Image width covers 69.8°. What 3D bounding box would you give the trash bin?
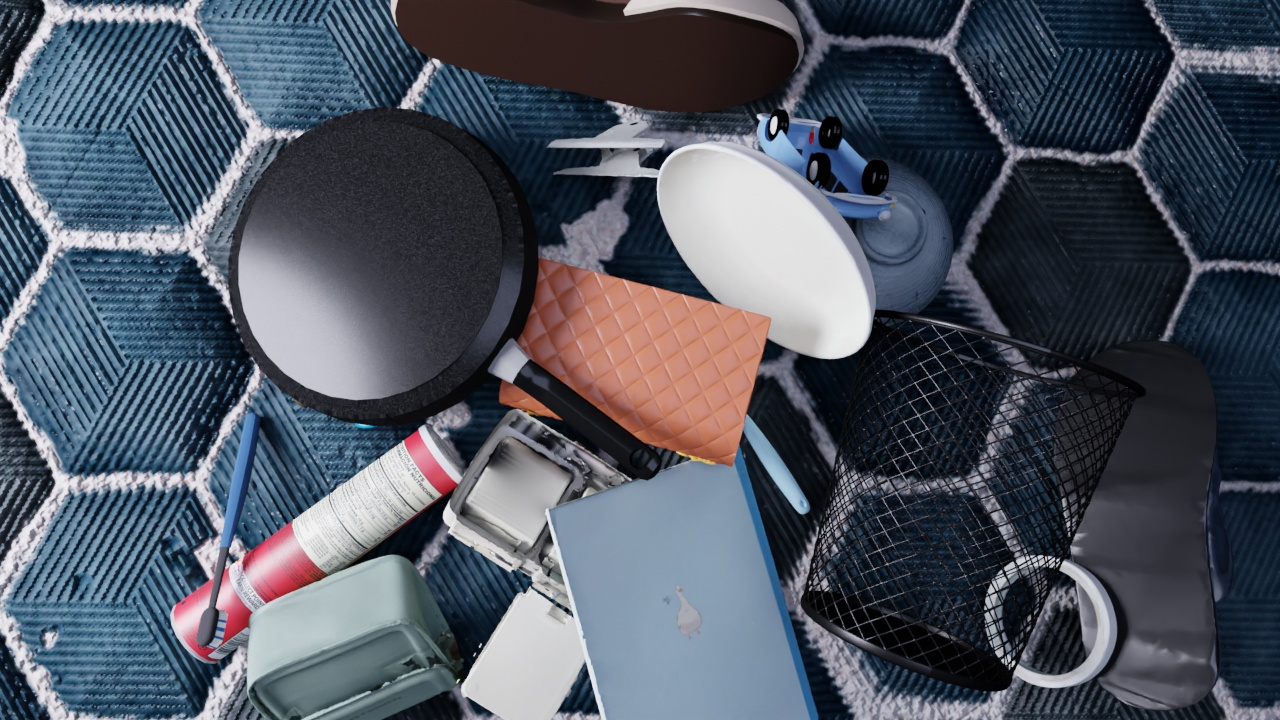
[{"bbox_3d":[0.210,0.093,0.626,0.184,0.184,0.210,18,91,-2],"label":"trash bin"}]

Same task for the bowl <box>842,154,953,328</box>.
[{"bbox_3d":[0.180,-0.095,0.690,0.137,0.057,0.137,0,86,-4],"label":"bowl"}]

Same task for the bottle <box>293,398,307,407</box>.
[{"bbox_3d":[-0.207,0.001,0.675,0.106,0.025,0.025,-28,88,-5],"label":"bottle"}]

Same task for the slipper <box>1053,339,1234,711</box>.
[{"bbox_3d":[0.377,0.119,0.685,0.109,0.083,0.265,-8,70,35],"label":"slipper"}]

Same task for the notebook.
[{"bbox_3d":[0.041,0.201,0.638,0.180,0.009,0.253,-13,86,-38],"label":"notebook"}]

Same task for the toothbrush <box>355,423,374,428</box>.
[{"bbox_3d":[-0.151,0.017,0.682,0.135,0.017,0.022,-26,91,-5],"label":"toothbrush"}]

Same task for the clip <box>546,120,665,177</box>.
[{"bbox_3d":[-0.017,-0.165,0.678,0.102,0.052,0.059,9,55,31],"label":"clip"}]

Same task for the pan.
[{"bbox_3d":[-0.131,-0.030,0.628,0.356,0.034,0.225,36,91,12],"label":"pan"}]

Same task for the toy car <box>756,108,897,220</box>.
[{"bbox_3d":[0.127,-0.136,0.656,0.056,0.153,0.055,3,124,-16],"label":"toy car"}]

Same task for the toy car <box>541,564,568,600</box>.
[{"bbox_3d":[-0.041,0.160,0.669,0.105,0.032,0.048,40,58,8],"label":"toy car"}]

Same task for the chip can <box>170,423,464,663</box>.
[{"bbox_3d":[-0.226,0.129,0.652,0.214,0.052,0.052,-36,89,-5],"label":"chip can"}]

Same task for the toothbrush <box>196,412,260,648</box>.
[{"bbox_3d":[-0.283,0.113,0.637,0.014,0.014,0.167,-16,57,25],"label":"toothbrush"}]

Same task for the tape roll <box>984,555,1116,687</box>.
[{"bbox_3d":[0.296,0.189,0.666,0.013,0.093,0.093,13,84,-39],"label":"tape roll"}]

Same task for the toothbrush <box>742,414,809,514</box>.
[{"bbox_3d":[0.083,0.051,0.695,0.022,0.016,0.155,-33,89,-15],"label":"toothbrush"}]

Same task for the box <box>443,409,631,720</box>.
[{"bbox_3d":[-0.077,0.141,0.626,0.143,0.044,0.183,34,56,-3],"label":"box"}]

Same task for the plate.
[{"bbox_3d":[0.090,-0.079,0.626,0.182,0.183,0.034,45,71,0],"label":"plate"}]

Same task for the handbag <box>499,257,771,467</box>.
[{"bbox_3d":[-0.004,0.003,0.664,0.172,0.060,0.109,15,86,6],"label":"handbag"}]

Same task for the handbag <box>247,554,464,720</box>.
[{"bbox_3d":[-0.194,0.205,0.628,0.121,0.067,0.106,-22,128,-6],"label":"handbag"}]

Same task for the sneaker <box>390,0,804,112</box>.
[{"bbox_3d":[-0.026,-0.269,0.678,0.294,0.112,0.116,6,66,-3],"label":"sneaker"}]
